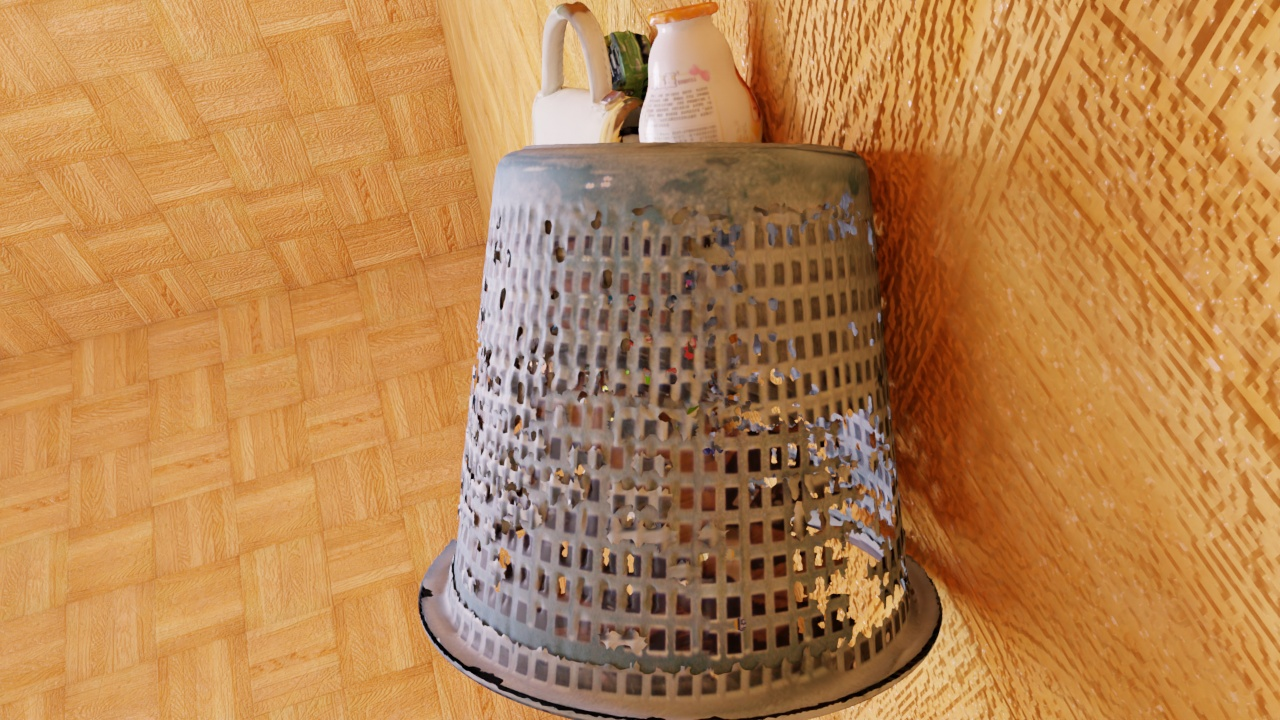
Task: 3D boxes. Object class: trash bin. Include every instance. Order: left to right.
[{"bbox_3d":[0.017,0.008,0.391,0.226,0.226,0.195,-138,47,-72],"label":"trash bin"}]

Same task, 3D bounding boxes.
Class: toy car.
[{"bbox_3d":[-0.012,-0.200,0.658,0.091,0.036,0.043,134,119,-76],"label":"toy car"}]

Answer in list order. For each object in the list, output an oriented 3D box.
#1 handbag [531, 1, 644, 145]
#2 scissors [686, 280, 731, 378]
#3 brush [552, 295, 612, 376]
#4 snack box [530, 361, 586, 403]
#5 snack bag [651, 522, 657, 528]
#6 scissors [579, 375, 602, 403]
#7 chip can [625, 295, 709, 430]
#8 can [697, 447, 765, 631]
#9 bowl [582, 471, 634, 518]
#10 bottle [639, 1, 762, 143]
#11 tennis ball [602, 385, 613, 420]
[{"bbox_3d":[-0.037,-0.154,0.634,0.163,0.063,0.179,38,152,59],"label":"handbag"},{"bbox_3d":[0.041,-0.038,0.677,0.129,0.017,0.133,114,136,-71],"label":"scissors"},{"bbox_3d":[-0.005,0.005,0.773,0.060,0.109,0.314,34,-176,25],"label":"brush"},{"bbox_3d":[-0.058,0.029,1.012,0.157,0.026,0.084,60,-135,-35],"label":"snack box"},{"bbox_3d":[0.030,0.199,0.876,0.110,0.039,0.191,62,178,45],"label":"snack bag"},{"bbox_3d":[-0.044,-0.038,0.917,0.222,0.021,0.221,-60,43,46],"label":"scissors"},{"bbox_3d":[0.019,0.038,0.709,0.236,0.072,0.072,86,166,-59],"label":"chip can"},{"bbox_3d":[0.067,0.135,0.682,0.075,0.049,0.148,126,128,-78],"label":"can"},{"bbox_3d":[0.005,0.114,0.901,0.114,0.113,0.062,96,-160,-64],"label":"bowl"},{"bbox_3d":[0.030,-0.123,0.468,0.063,0.063,0.108,-127,24,-65],"label":"bottle"},{"bbox_3d":[-0.014,0.045,0.947,0.065,0.065,0.065,164,91,-80],"label":"tennis ball"}]
